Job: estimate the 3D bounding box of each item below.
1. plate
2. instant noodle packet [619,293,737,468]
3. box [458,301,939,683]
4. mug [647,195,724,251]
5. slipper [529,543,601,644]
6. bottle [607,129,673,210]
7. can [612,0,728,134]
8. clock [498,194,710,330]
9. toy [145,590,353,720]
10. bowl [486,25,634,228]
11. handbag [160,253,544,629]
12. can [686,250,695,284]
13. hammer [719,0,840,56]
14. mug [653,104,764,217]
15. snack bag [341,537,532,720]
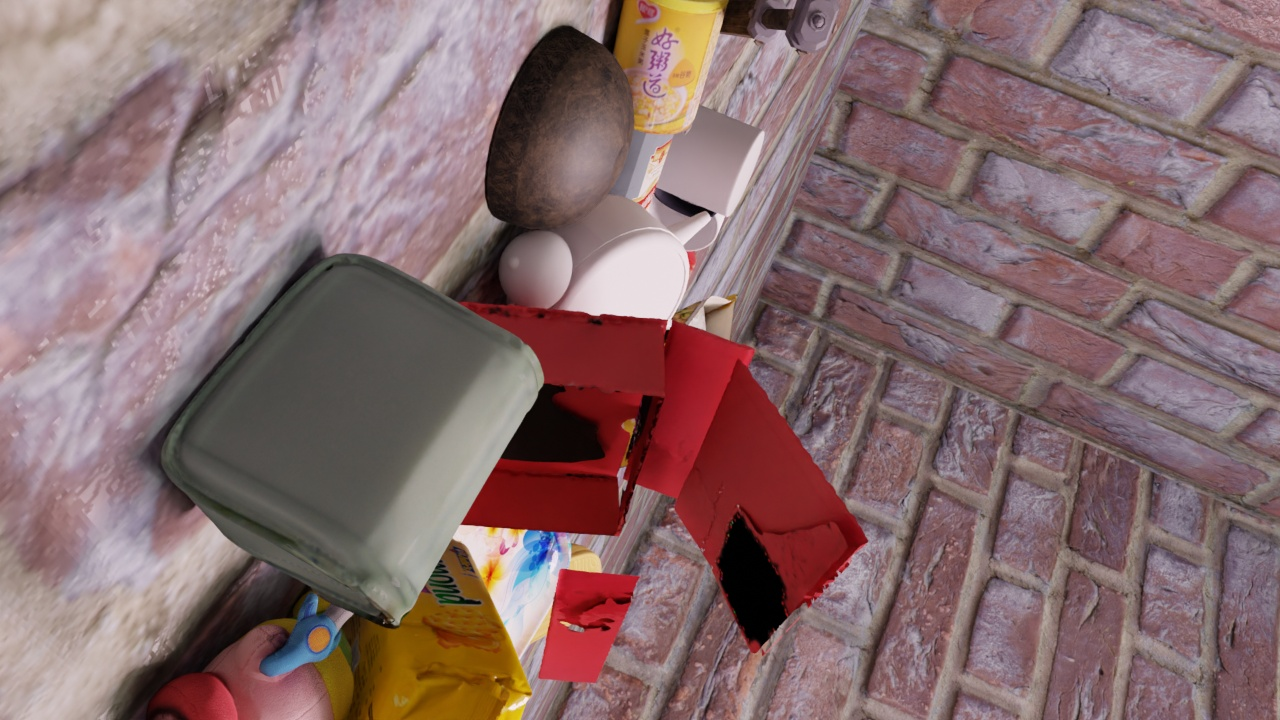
[{"bbox_3d":[-0.130,0.185,0.774,0.186,0.016,0.187,-57,143,-34],"label":"plate"},{"bbox_3d":[-0.005,0.005,0.811,0.163,0.084,0.221,-22,-163,25],"label":"instant noodle packet"},{"bbox_3d":[0.018,0.076,0.604,0.212,0.316,0.123,106,10,-55],"label":"box"},{"bbox_3d":[0.044,-0.179,0.899,0.114,0.081,0.087,61,39,-40],"label":"mug"},{"bbox_3d":[-0.132,0.223,0.875,0.263,0.078,0.099,3,98,-60],"label":"slipper"},{"bbox_3d":[-0.021,-0.118,0.722,0.072,0.046,0.161,-51,163,-60],"label":"bottle"},{"bbox_3d":[0.016,-0.211,0.615,0.067,0.068,0.105,-57,169,-44],"label":"can"},{"bbox_3d":[-0.036,-0.055,0.648,0.160,0.073,0.126,-20,143,-36],"label":"clock"},{"bbox_3d":[-0.183,0.156,0.457,0.131,0.097,0.124,-19,130,-53],"label":"toy"},{"bbox_3d":[-0.037,-0.130,0.550,0.121,0.056,0.121,-63,171,-18],"label":"bowl"},{"bbox_3d":[-0.113,0.032,0.377,0.121,0.106,0.067,-61,173,-30],"label":"handbag"},{"bbox_3d":[0.001,-0.054,0.967,0.170,0.067,0.067,-65,172,1],"label":"can"},{"bbox_3d":[0.069,-0.222,0.606,0.316,0.028,0.147,-108,-145,-68],"label":"hammer"},{"bbox_3d":[0.045,-0.170,0.807,0.078,0.097,0.112,-60,170,-31],"label":"mug"},{"bbox_3d":[-0.142,0.200,0.527,0.159,0.068,0.247,-63,-159,-1],"label":"snack bag"}]
